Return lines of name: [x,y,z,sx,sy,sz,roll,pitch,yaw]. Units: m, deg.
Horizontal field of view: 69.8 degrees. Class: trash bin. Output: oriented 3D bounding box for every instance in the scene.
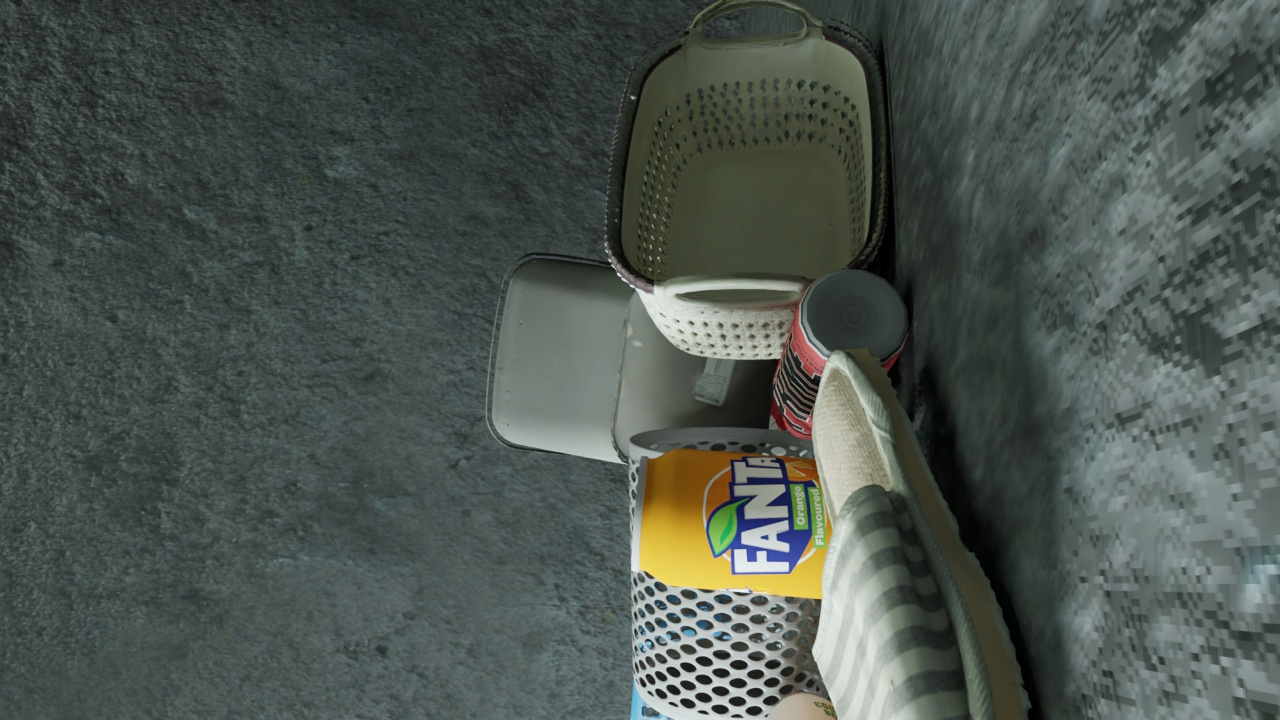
trash bin: [0.068,0.149,0.661,0.156,0.156,0.183,-51,-38,-85]
trash bin: [-0.005,0.005,0.827,0.220,0.197,0.197,9,91,61]

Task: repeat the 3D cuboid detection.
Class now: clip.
clip: [0.138,0.224,0.968,0.173,0.031,0.164,92,-178,-50]

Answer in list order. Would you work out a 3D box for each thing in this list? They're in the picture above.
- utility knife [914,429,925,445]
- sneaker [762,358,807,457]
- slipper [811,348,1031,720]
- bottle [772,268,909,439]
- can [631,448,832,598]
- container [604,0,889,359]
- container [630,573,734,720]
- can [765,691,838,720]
utility knife: [0.138,0.045,0.512,0.147,0.015,0.022,98,-176,-85]
sneaker: [0.128,0.017,0.895,0.090,0.104,0.236,-49,36,16]
slipper: [0.101,0.095,0.390,0.272,0.054,0.115,-91,0,-54]
bottle: [0.118,0.008,0.581,0.177,0.062,0.062,88,-173,-68]
can: [0.069,0.094,0.530,0.079,0.142,0.079,8,-94,-87]
container: [0.077,-0.118,0.650,0.143,0.185,0.251,72,-159,-59]
container: [0.038,0.346,0.969,0.362,0.089,0.257,41,-127,-87]
can: [0.102,0.242,0.542,0.101,0.055,0.055,-67,-19,-81]
